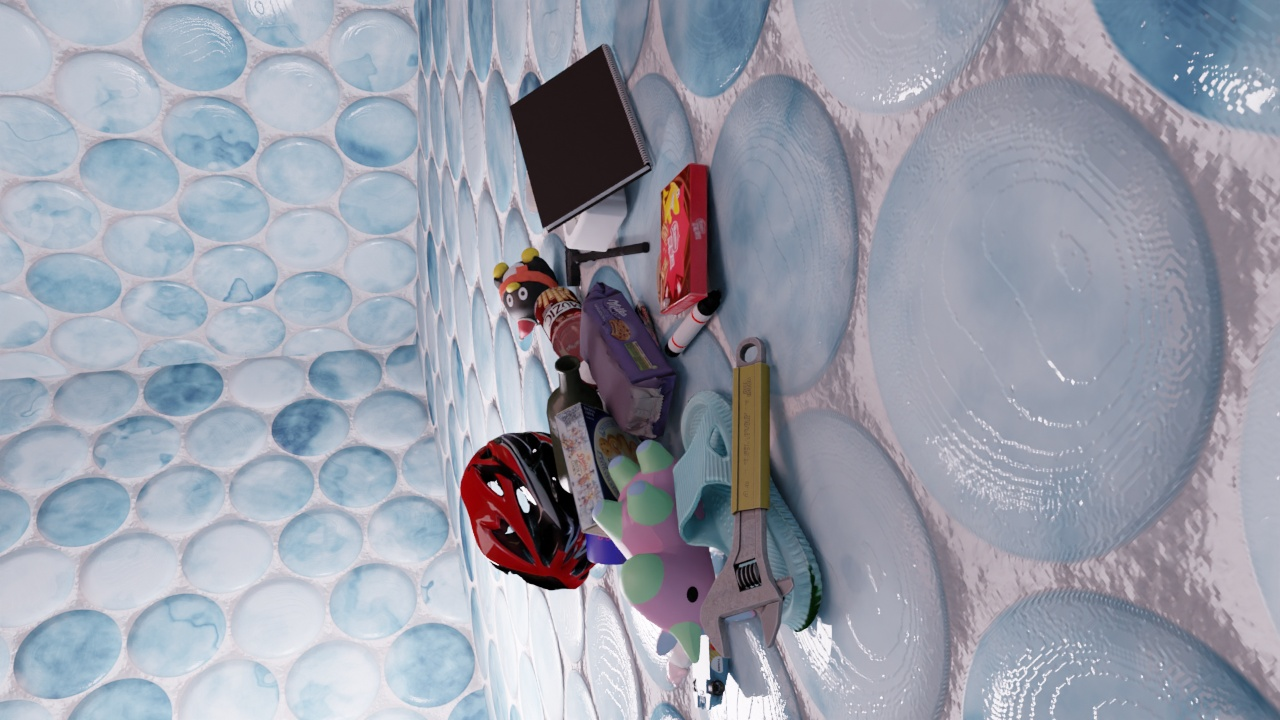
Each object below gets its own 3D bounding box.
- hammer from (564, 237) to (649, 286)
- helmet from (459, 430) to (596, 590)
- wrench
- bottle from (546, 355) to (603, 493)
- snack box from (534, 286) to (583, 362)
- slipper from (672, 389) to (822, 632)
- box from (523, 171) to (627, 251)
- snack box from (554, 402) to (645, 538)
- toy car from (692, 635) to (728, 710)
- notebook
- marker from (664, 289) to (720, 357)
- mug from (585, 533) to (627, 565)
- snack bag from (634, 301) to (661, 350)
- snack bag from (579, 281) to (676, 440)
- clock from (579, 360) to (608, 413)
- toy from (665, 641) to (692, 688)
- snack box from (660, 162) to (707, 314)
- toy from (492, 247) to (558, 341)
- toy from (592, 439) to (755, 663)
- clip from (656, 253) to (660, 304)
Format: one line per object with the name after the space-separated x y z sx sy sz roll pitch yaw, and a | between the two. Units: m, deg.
-0.050 -0.148 1.218 0.325 0.015 0.095 -170 76 -69 | hammer
-0.143 0.201 1.311 0.167 0.217 0.271 -50 37 16 | helmet
0.090 0.110 0.780 0.084 0.018 0.273 -10 69 33 | wrench
-0.081 0.081 1.166 0.071 0.071 0.207 -117 16 -47 | bottle
-0.106 -0.053 1.317 0.121 0.072 0.072 -126 36 -57 | snack box
0.080 0.130 0.846 0.276 0.069 0.116 -118 32 -46 | slipper
-0.095 -0.204 1.136 0.103 0.130 0.110 126 137 -56 | box
-0.028 0.134 1.059 0.043 0.144 0.145 -29 61 22 | snack box
0.076 0.311 0.969 0.060 0.027 0.107 136 135 -66 | toy car
-0.075 -0.269 1.096 0.016 0.149 0.206 35 -148 -54 | notebook
0.055 -0.039 0.938 0.146 0.019 0.019 126 135 -63 | marker
-0.033 0.205 1.179 0.111 0.079 0.083 -143 49 -81 | mug
-0.007 0.007 1.128 0.156 0.018 0.074 109 149 -50 | snack bag
-0.025 -0.001 1.070 0.205 0.058 0.096 -124 33 -47 | snack bag
-0.067 0.051 1.268 0.138 0.048 0.096 127 134 -65 | clock
0.043 0.315 1.047 0.076 0.037 0.125 -155 59 -64 | toy
0.043 -0.119 0.919 0.089 0.021 0.133 152 120 -70 | snack box
-0.177 -0.102 1.460 0.099 0.098 0.119 41 -146 -45 | toy
0.031 0.186 0.947 0.171 0.120 0.221 49 -153 -18 | toy
0.029 -0.088 0.985 0.062 0.047 0.025 62 172 -27 | clip
